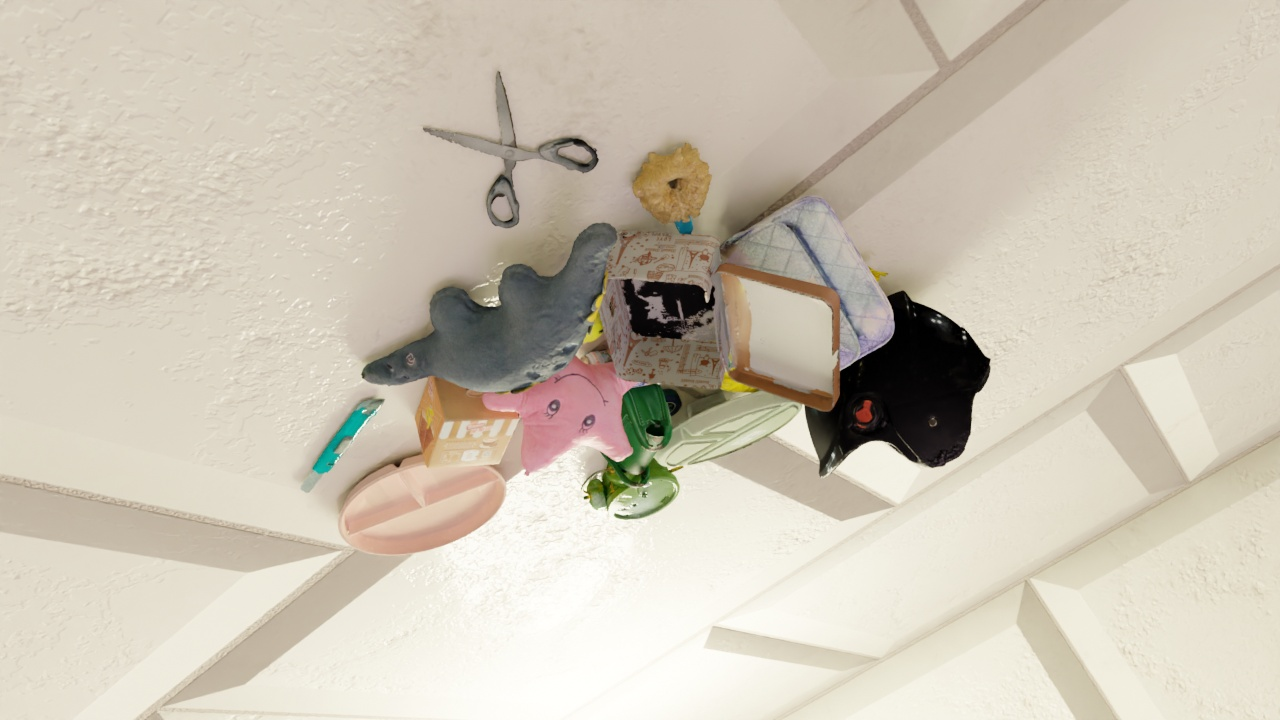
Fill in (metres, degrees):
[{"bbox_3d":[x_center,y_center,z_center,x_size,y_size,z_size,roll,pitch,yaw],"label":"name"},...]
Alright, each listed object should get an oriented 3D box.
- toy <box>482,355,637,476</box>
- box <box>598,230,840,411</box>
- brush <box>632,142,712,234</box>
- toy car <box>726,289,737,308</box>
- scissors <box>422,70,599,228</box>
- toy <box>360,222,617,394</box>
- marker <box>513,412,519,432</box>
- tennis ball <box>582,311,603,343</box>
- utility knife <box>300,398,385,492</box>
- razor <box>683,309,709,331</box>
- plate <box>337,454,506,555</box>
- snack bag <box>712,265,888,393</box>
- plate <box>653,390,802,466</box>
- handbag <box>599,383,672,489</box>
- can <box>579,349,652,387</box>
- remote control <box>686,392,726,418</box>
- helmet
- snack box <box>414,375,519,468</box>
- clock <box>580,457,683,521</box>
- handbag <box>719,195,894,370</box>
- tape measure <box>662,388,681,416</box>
[{"bbox_3d":[-0.085,0.059,1.074,0.194,0.075,0.178,31,79,-21],"label":"toy"},{"bbox_3d":[0.090,-0.042,0.996,0.262,0.088,0.178,6,141,18],"label":"box"},{"bbox_3d":[0.051,-0.143,1.017,0.083,0.046,0.255,-27,149,-1],"label":"brush"},{"bbox_3d":[0.125,-0.089,1.129,0.048,0.031,0.106,1,136,-34],"label":"toy car"},{"bbox_3d":[-0.117,-0.197,0.866,0.159,0.014,0.177,-16,143,-11],"label":"scissors"},{"bbox_3d":[-0.143,-0.030,0.974,0.357,0.091,0.138,-24,131,26],"label":"toy"},{"bbox_3d":[-0.157,0.048,1.156,0.022,0.020,0.132,-6,141,-27],"label":"marker"},{"bbox_3d":[-0.069,-0.051,1.038,0.065,0.065,0.066,-15,144,-12],"label":"tennis ball"},{"bbox_3d":[-0.367,0.106,1.117,0.029,0.013,0.193,15,130,-42],"label":"utility knife"},{"bbox_3d":[0.039,-0.022,1.128,0.142,0.022,0.042,-41,124,-1],"label":"razor"},{"bbox_3d":[-0.299,0.196,1.261,0.229,0.028,0.230,-16,144,-12],"label":"plate"},{"bbox_3d":[0.195,-0.041,1.175,0.247,0.068,0.157,-45,153,26],"label":"snack bag"},{"bbox_3d":[0.123,0.097,1.279,0.230,0.027,0.230,-19,162,-7],"label":"plate"},{"bbox_3d":[-0.010,0.092,1.210,0.067,0.120,0.132,-5,144,-27],"label":"handbag"},{"bbox_3d":[-0.007,0.007,1.159,0.134,0.053,0.053,-10,143,-19],"label":"can"},{"bbox_3d":[0.104,0.102,1.374,0.058,0.021,0.150,-20,144,-5],"label":"remote control"},{"bbox_3d":[0.337,0.044,1.255,0.275,0.230,0.233,-31,170,11],"label":"helmet"},{"bbox_3d":[-0.210,0.070,1.104,0.092,0.077,0.095,0,139,-29],"label":"snack box"},{"bbox_3d":[-0.016,0.188,1.387,0.161,0.056,0.116,10,132,-39],"label":"clock"},{"bbox_3d":[0.191,-0.082,1.042,0.134,0.194,0.075,-32,-176,20],"label":"handbag"},{"bbox_3d":[0.029,0.061,1.275,0.054,0.025,0.058,-15,148,-15],"label":"tape measure"}]
